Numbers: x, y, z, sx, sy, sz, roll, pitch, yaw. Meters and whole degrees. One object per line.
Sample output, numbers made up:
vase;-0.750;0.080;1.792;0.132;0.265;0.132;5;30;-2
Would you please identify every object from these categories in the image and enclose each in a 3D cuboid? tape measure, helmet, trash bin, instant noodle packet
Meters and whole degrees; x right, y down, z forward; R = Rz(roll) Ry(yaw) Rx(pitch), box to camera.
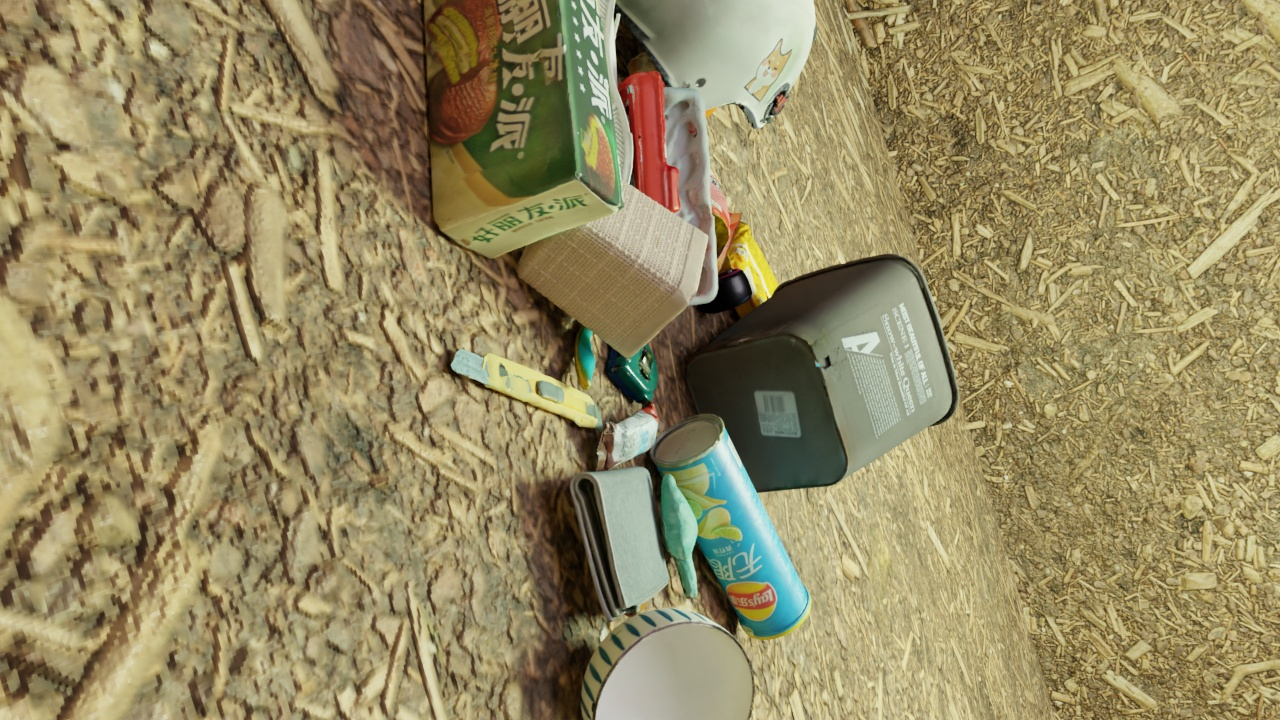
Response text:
tape measure;-0.005;0.005;0.785;0.058;0.025;0.054;51;35;-41
helmet;0.089;-0.371;0.945;0.273;0.157;0.230;-10;63;-51
trash bin;0.181;0.019;0.937;0.219;0.199;0.199;-26;100;-48
instant noodle packet;0.128;-0.093;1.094;0.128;0.044;0.110;60;27;-25
tape measure;0.089;-0.076;0.988;0.056;0.058;0.039;-38;109;-60

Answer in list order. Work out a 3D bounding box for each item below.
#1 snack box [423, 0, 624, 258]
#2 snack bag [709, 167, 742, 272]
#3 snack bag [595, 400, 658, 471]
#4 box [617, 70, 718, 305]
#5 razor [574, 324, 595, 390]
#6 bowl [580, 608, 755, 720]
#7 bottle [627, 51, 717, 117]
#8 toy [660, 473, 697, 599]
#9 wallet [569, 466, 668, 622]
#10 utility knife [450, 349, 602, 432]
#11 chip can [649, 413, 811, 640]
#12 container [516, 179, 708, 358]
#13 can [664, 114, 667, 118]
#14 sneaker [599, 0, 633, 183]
snack box;-0.086;-0.201;0.638;0.063;0.115;0.239;26;53;-58
snack bag;0.070;-0.172;1.006;0.128;0.073;0.207;59;24;-23
snack bag;-0.010;0.062;0.736;0.105;0.026;0.045;-20;124;-66
box;0.031;-0.147;0.812;0.094;0.100;0.201;-170;-105;-70
razor;-0.036;-0.019;0.730;0.132;0.028;0.043;-77;168;-52
bowl;0.011;0.219;0.618;0.116;0.116;0.066;65;-18;-18
bottle;0.033;-0.308;1.013;0.149;0.067;0.066;-3;78;-57
toy;0.033;0.145;0.750;0.092;0.030;0.096;80;-1;-74
wallet;-0.015;0.132;0.672;0.129;0.037;0.106;17;60;-74
utility knife;-0.076;0.022;0.648;0.182;0.019;0.031;22;50;-54
chip can;0.082;0.151;0.820;0.210;0.071;0.071;62;28;-23
container;-0.022;-0.079;0.693;0.111;0.090;0.090;34;41;-18
can;0.012;-0.222;0.906;0.093;0.067;0.066;-34;106;-64
sneaker;-0.059;-0.230;0.765;0.089;0.091;0.242;-2;94;-20
